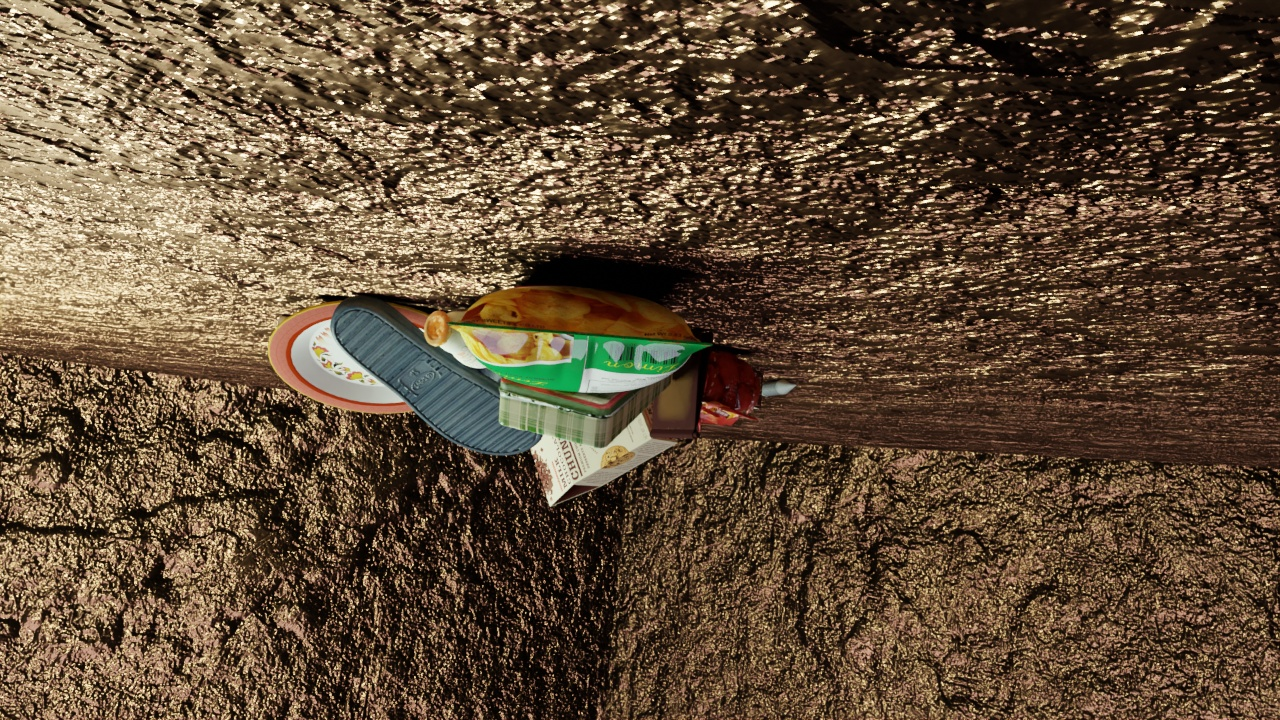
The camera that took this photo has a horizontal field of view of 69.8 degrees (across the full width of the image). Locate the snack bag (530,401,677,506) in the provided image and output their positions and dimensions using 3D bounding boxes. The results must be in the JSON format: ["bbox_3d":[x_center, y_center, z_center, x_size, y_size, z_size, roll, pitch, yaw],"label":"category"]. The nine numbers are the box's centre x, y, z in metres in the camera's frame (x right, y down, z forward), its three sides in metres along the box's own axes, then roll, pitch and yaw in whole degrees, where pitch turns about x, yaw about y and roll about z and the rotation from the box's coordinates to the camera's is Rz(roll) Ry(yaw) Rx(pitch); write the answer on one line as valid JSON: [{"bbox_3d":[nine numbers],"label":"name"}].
[{"bbox_3d":[-0.064,0.116,1.273,0.207,0.094,0.069,-32,156,24],"label":"snack bag"}]

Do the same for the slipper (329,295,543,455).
[{"bbox_3d":[-0.218,0.009,1.017,0.263,0.082,0.101,39,120,-21],"label":"slipper"}]

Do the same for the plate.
[{"bbox_3d":[-0.310,-0.005,1.069,0.230,0.021,0.230,-3,146,-2],"label":"plate"}]

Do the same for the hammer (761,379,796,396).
[{"bbox_3d":[0.152,0.054,1.472,0.156,0.043,0.323,9,170,-25],"label":"hammer"}]

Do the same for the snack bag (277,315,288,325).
[{"bbox_3d":[-0.364,-0.024,1.215,0.225,0.041,0.078,9,172,-16],"label":"snack bag"}]

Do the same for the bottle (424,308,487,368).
[{"bbox_3d":[-0.171,-0.025,0.946,0.063,0.063,0.108,0,172,36],"label":"bottle"}]

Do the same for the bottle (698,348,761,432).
[{"bbox_3d":[0.085,0.036,1.101,0.111,0.099,0.099,19,166,-38],"label":"bottle"}]

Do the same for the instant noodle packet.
[{"bbox_3d":[-0.057,-0.018,0.793,0.195,0.090,0.253,4,179,-6],"label":"instant noodle packet"}]

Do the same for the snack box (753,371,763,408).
[{"bbox_3d":[0.109,0.033,1.261,0.140,0.051,0.032,11,171,-41],"label":"snack box"}]

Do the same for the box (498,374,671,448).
[{"bbox_3d":[-0.047,0.020,0.916,0.118,0.050,0.205,12,-159,19],"label":"box"}]

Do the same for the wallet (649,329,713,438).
[{"bbox_3d":[0.043,0.027,0.991,0.018,0.115,0.092,11,171,-30],"label":"wallet"}]
